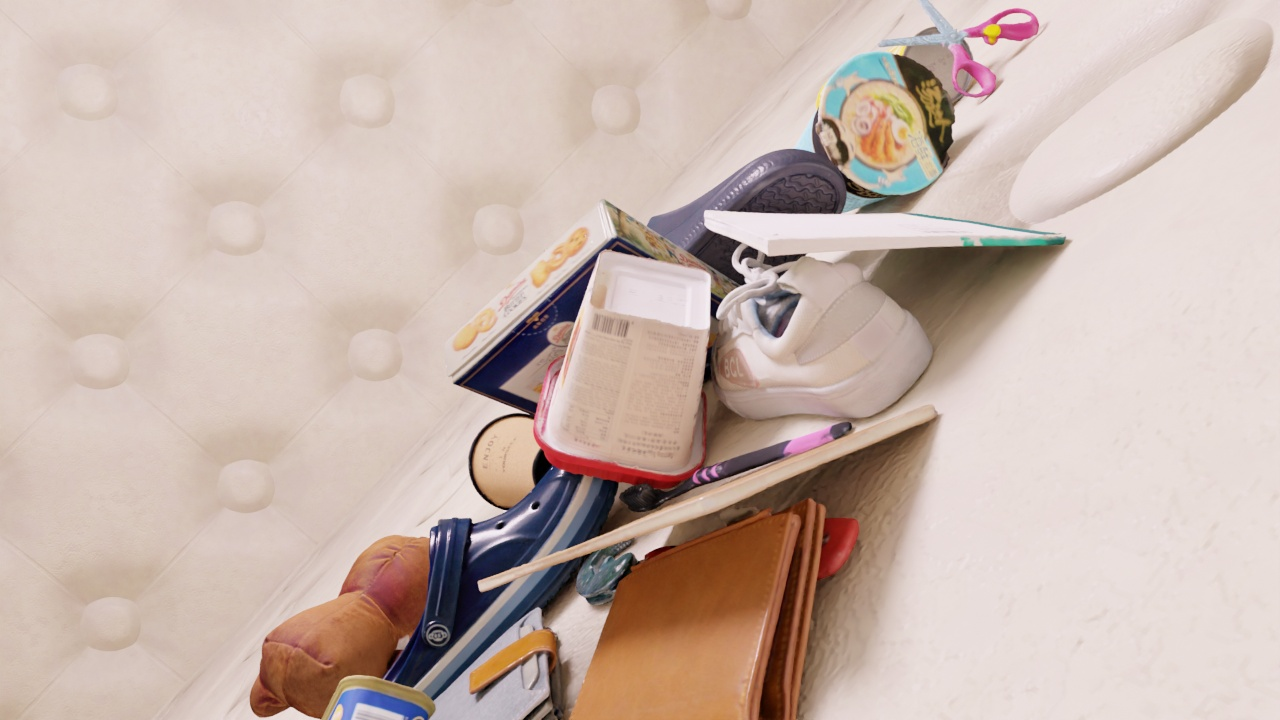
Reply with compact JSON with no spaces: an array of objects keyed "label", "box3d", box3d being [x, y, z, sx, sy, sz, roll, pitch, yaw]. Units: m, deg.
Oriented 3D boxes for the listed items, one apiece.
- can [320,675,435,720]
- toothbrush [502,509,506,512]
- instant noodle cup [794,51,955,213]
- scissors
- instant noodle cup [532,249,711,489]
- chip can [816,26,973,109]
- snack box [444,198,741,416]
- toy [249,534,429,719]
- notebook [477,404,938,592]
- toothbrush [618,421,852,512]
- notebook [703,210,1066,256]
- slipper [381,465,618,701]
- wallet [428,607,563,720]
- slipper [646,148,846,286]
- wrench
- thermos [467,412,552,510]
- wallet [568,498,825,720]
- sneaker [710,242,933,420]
[{"label":"can","box3d":[-0.162,0.240,0.518,0.083,0.057,0.102,-81,19,-45]},{"label":"toothbrush","box3d":[-0.121,0.159,0.862,0.017,0.016,0.187,-56,12,-3]},{"label":"instant noodle cup","box3d":[0.174,-0.172,0.741,0.111,0.111,0.120,-48,3,-10]},{"label":"scissors","box3d":[0.270,-0.268,0.778,0.017,0.133,0.134,70,-159,-62]},{"label":"instant noodle cup","box3d":[-0.004,0.004,0.609,0.116,0.116,0.124,-83,5,-54]},{"label":"chip can","box3d":[0.245,-0.268,0.908,0.072,0.072,0.213,-46,12,-3]},{"label":"snack box","box3d":[-0.023,-0.017,0.708,0.178,0.182,0.045,-38,46,26]},{"label":"toy","box3d":[-0.219,0.224,0.769,0.199,0.140,0.131,-55,-27,-47]},{"label":"notebook","box3d":[0.024,0.072,0.453,0.147,0.008,0.208,-15,-11,-38]},{"label":"toothbrush","box3d":[0.048,0.063,0.540,0.190,0.018,0.014,-28,34,46]},{"label":"notebook","box3d":[0.126,-0.079,0.543,0.150,0.012,0.209,-1,12,-4]},{"label":"slipper","box3d":[-0.118,0.155,0.648,0.252,0.095,0.105,-50,8,-6]},{"label":"wallet","box3d":[-0.087,0.198,0.524,0.106,0.037,0.130,-47,11,-2]},{"label":"slipper","box3d":[0.057,-0.086,0.752,0.269,0.110,0.083,-45,41,39]},{"label":"wrench","box3d":[0.024,0.108,0.491,0.056,0.016,0.274,-51,11,-26]},{"label":"thermos","box3d":[-0.095,0.094,0.821,0.093,0.093,0.143,-49,19,-20]},{"label":"wallet","box3d":[0.021,0.119,0.392,0.132,0.031,0.107,-34,27,46]},{"label":"sneaker","box3d":[0.078,-0.021,0.565,0.089,0.091,0.242,-46,10,-8]}]
